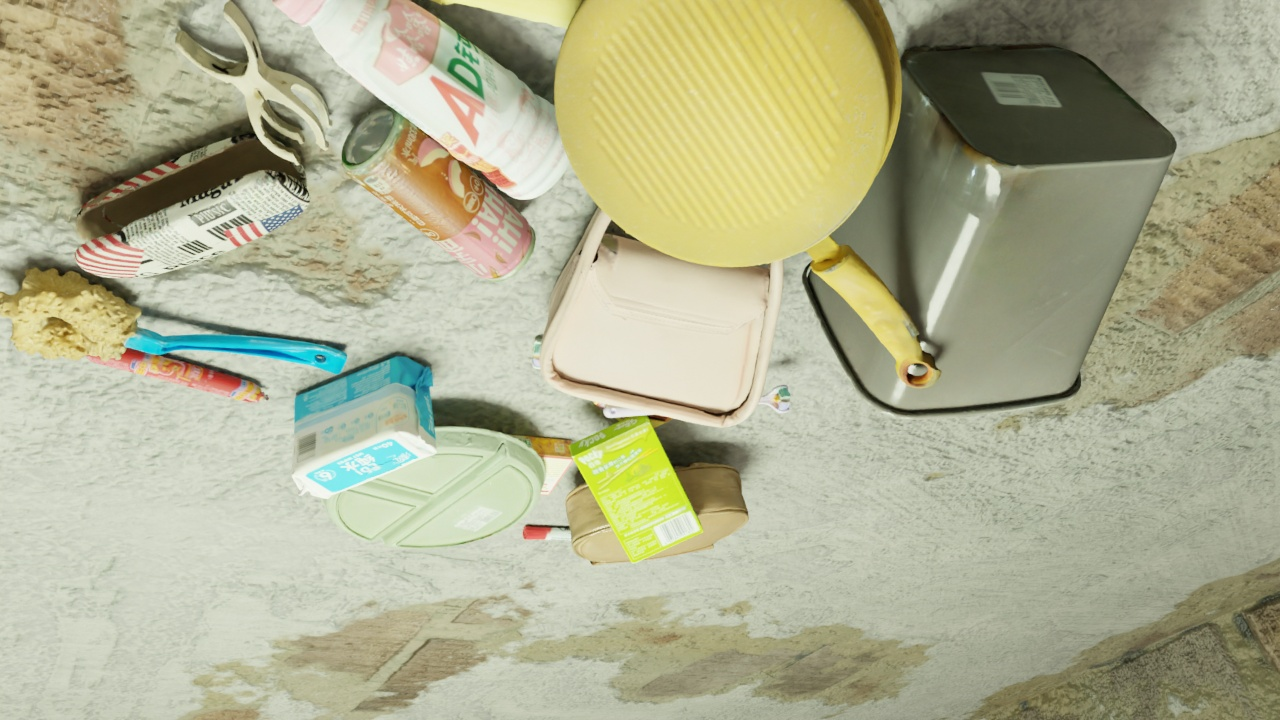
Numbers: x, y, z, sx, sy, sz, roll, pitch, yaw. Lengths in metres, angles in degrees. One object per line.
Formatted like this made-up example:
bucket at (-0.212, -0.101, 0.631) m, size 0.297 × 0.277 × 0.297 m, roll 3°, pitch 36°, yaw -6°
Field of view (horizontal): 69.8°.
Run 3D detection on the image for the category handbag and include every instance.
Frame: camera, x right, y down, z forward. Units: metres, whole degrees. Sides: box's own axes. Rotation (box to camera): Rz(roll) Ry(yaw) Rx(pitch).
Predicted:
handbag at (0.029, -0.066, 0.742) m, size 0.193 × 0.093 × 0.235 m, roll 10°, pitch 128°, yaw -9°
handbag at (0.016, 0.172, 1.054) m, size 0.204 × 0.099 × 0.148 m, roll -5°, pitch 150°, yaw -11°

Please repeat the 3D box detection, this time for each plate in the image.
plate at (-0.211, 0.139, 0.946) m, size 0.230 × 0.027 × 0.231 m, roll -7°, pitch 145°, yaw -5°

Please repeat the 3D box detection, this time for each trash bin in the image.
trash bin at (0.254, -0.102, 0.695) m, size 0.199 × 0.198 × 0.220 m, roll -6°, pitch 136°, yaw -12°

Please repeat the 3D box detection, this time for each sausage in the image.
sausage at (-0.389, 0.010, 0.774) m, size 0.155 × 0.020 × 0.020 m, roll 21°, pitch 132°, yaw -38°

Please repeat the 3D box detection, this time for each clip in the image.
clip at (-0.244, -0.166, 0.574) m, size 0.077 × 0.034 × 0.103 m, roll -30°, pitch 136°, yaw 22°

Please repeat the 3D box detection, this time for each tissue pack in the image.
tissue pack at (-0.249, 0.061, 0.824) m, size 0.140 × 0.089 × 0.063 m, roll -22°, pitch 142°, yaw 11°

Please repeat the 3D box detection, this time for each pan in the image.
pan at (0.096, -0.096, 0.565) m, size 0.198 × 0.078 × 0.357 m, roll -22°, pitch 116°, yaw 34°

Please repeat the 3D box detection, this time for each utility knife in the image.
utility knife at (-0.064, -0.210, 0.539) m, size 0.177 × 0.019 × 0.031 m, roll 17°, pitch 137°, yaw 3°

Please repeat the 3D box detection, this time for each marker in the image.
marker at (-0.077, 0.218, 1.148) m, size 0.145 × 0.017 × 0.017 m, roll 7°, pitch 139°, yaw -25°

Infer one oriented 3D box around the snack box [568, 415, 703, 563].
snack box at (-0.002, 0.132, 0.938) m, size 0.086 × 0.026 × 0.156 m, roll -25°, pitch 119°, yaw 2°

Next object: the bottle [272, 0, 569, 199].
bottle at (-0.129, -0.176, 0.571) m, size 0.068 × 0.068 × 0.197 m, roll -35°, pitch 134°, yaw 27°

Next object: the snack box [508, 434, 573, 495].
snack box at (-0.156, 0.109, 0.970) m, size 0.155 × 0.027 × 0.077 m, roll 8°, pitch 138°, yaw -26°

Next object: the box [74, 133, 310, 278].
box at (-0.301, -0.089, 0.622) m, size 0.164 × 0.076 × 0.075 m, roll -21°, pitch 149°, yaw 6°

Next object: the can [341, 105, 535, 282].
can at (-0.140, -0.115, 0.651) m, size 0.058 × 0.057 × 0.147 m, roll -28°, pitch 141°, yaw 19°

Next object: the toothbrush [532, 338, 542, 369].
toothbrush at (-0.005, 0.005, 0.847) m, size 0.189 × 0.020 × 0.029 m, roll 7°, pitch 110°, yaw -4°

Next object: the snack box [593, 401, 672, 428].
snack box at (0.031, 0.019, 0.904) m, size 0.141 × 0.033 × 0.087 m, roll -29°, pitch 141°, yaw 18°

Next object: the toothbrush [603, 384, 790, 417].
toothbrush at (0.057, 0.044, 0.903) m, size 0.189 × 0.029 × 0.021 m, roll -4°, pitch -179°, yaw -12°

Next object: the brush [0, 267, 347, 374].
brush at (-0.363, -0.019, 0.733) m, size 0.254 × 0.045 × 0.083 m, roll 10°, pitch 134°, yaw -34°
